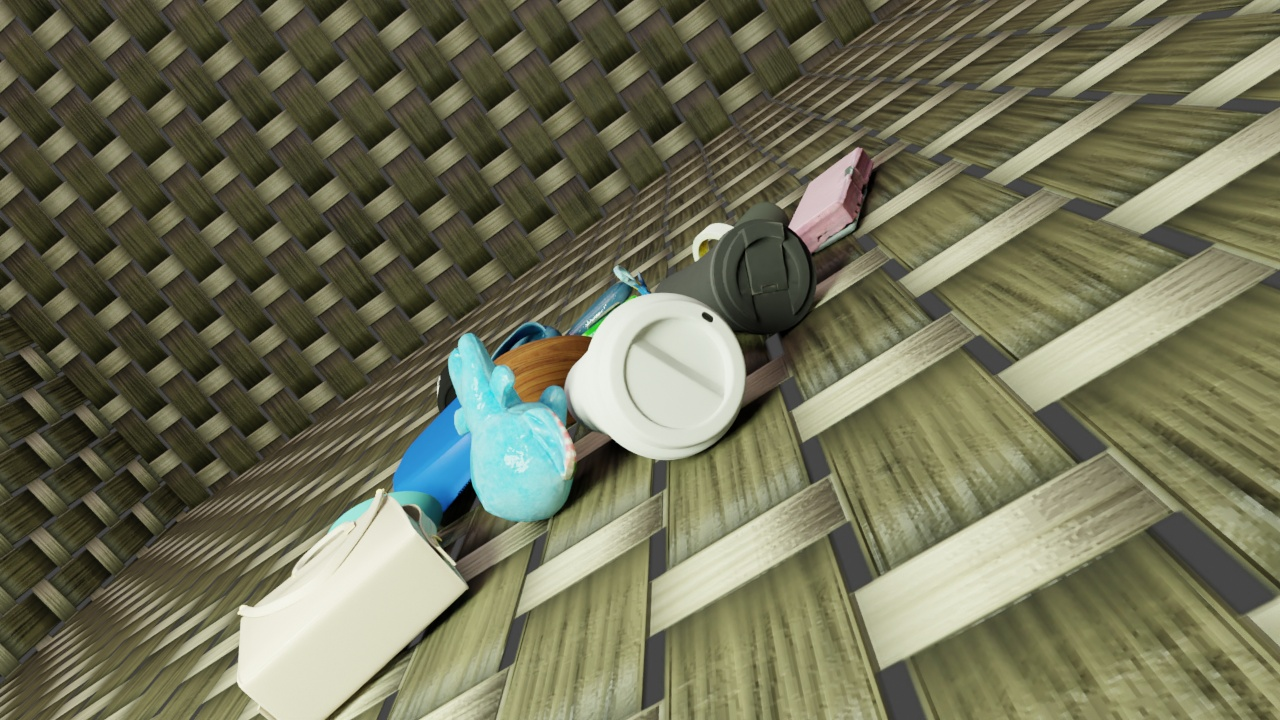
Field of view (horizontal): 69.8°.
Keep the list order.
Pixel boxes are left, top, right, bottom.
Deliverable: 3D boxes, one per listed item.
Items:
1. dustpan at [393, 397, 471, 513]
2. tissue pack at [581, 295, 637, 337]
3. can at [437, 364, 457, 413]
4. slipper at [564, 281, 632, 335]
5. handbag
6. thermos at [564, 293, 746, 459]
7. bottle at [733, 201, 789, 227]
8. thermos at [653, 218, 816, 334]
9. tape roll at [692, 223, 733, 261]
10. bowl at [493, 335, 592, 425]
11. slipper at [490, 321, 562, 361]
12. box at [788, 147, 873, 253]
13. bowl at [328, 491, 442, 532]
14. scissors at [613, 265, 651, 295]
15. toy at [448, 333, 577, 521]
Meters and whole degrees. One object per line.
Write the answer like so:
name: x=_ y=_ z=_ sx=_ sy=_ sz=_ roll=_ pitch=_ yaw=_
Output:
dustpan: x=-0.256 y=0.138 z=1.074 sx=0.258 sy=0.059 sz=0.245 roll=-43 pitch=15 yaw=3
tissue pack: x=-0.037 y=-0.025 z=1.122 sx=0.114 sy=0.034 sz=0.100 roll=-38 pitch=-16 yaw=-9
can: x=-0.237 y=0.043 z=1.252 sx=0.080 sy=0.080 sz=0.146 roll=-38 pitch=14 yaw=-5
slipper: x=-0.079 y=-0.018 z=1.232 sx=0.214 sy=0.059 sz=0.103 roll=-49 pitch=8 yaw=8
handbag: x=-0.268 y=0.200 z=0.813 sx=0.194 sy=0.101 sz=0.198 roll=-42 pitch=27 yaw=-14
thermos: x=-0.003 y=0.020 z=0.801 sx=0.131 sy=0.131 sz=0.222 roll=-41 pitch=6 yaw=-17
bottle: x=0.138 y=-0.146 z=1.117 sx=0.060 sy=0.060 sz=0.108 roll=-24 pitch=18 yaw=42
thermos: x=0.082 y=-0.070 z=0.930 sx=0.105 sy=0.106 sz=0.219 roll=-41 pitch=9 yaw=-18
tape roll: x=0.099 y=-0.107 z=1.008 sx=0.019 sy=0.094 sz=0.094 roll=-43 pitch=15 yaw=-25
bowl: x=-0.098 y=0.036 z=1.033 sx=0.147 sy=0.068 sz=0.147 roll=-14 pitch=-22 yaw=-6
slipper: x=-0.148 y=-0.011 z=1.171 sx=0.103 sy=0.059 sz=0.214 roll=-55 pitch=14 yaw=-12
box: x=0.225 y=-0.185 z=1.093 sx=0.098 sy=0.041 sz=0.232 roll=-37 pitch=11 yaw=31
bowl: x=-0.255 y=0.190 z=0.938 sx=0.121 sy=0.121 sz=0.046 roll=-35 pitch=55 yaw=5
scissors: x=0.001 y=-0.094 z=1.210 sx=0.016 sy=0.125 sz=0.125 roll=-40 pitch=28 yaw=12
toy: x=-0.115 y=0.060 z=0.836 sx=0.114 sy=0.180 sz=0.184 roll=-17 pitch=-14 yaw=-33
